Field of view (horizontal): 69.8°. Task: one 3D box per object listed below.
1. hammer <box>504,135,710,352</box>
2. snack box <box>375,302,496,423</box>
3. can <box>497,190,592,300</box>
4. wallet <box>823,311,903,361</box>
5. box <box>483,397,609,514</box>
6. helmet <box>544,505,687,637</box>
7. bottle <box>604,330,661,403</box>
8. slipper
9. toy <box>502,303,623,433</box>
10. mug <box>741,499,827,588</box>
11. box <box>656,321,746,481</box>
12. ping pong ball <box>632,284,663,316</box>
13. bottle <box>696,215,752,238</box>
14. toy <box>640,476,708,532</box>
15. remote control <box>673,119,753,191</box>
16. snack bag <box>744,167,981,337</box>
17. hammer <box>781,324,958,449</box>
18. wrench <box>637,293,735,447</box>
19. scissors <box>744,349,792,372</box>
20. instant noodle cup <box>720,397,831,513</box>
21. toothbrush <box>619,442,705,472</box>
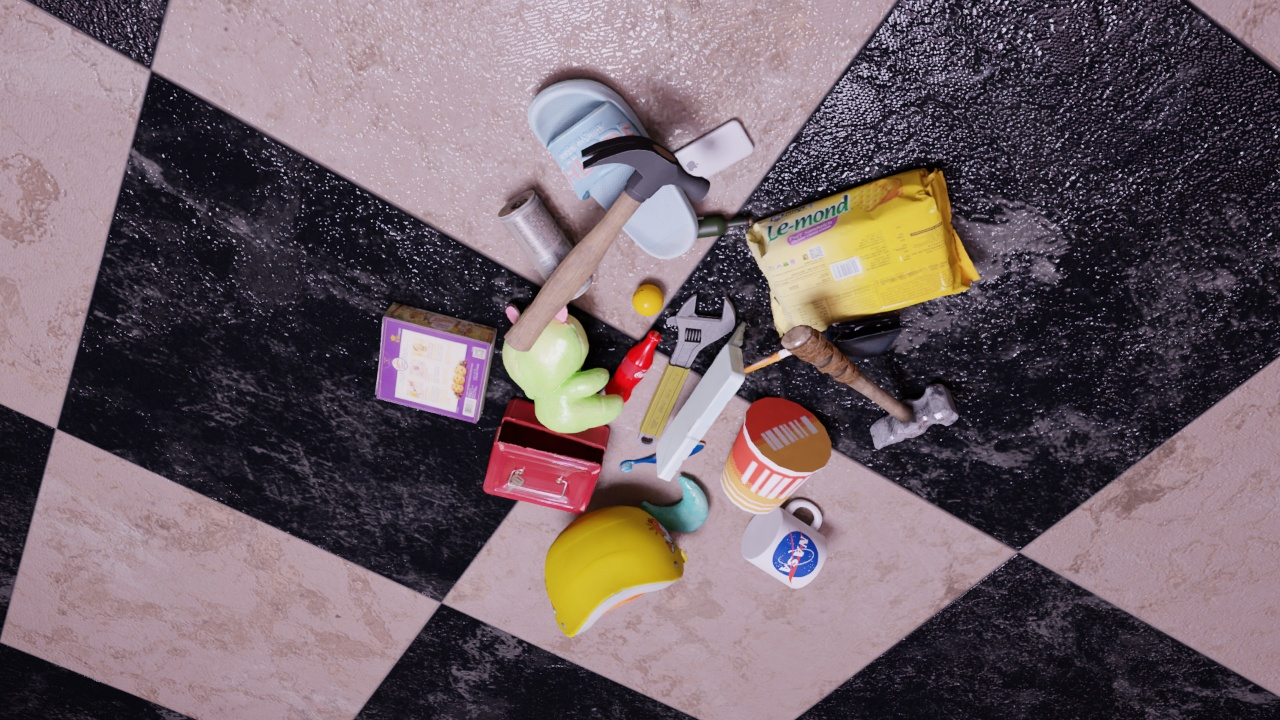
[{"bbox_3d":[-0.066,-0.121,1.041,0.132,0.040,0.306,25,123,-27],"label":"hammer"},{"bbox_3d":[-0.280,0.005,1.253,0.148,0.040,0.144,15,126,-3],"label":"snack box"},{"bbox_3d":[-0.114,-0.138,1.121,0.054,0.054,0.135,-24,119,22],"label":"can"},{"bbox_3d":[0.270,-0.023,1.129,0.089,0.026,0.115,-11,163,0],"label":"wallet"},{"bbox_3d":[-0.134,0.139,1.308,0.157,0.092,0.130,16,128,-9],"label":"box"},{"bbox_3d":[-0.051,0.288,1.348,0.209,0.240,0.139,-28,85,-2],"label":"helmet"},{"bbox_3d":[-0.007,0.007,1.222,0.036,0.036,0.119,26,124,-12],"label":"bottle"},{"bbox_3d":[-0.026,-0.211,1.035,0.104,0.074,0.245,-34,108,25],"label":"slipper"},{"bbox_3d":[-0.112,0.014,1.191,0.150,0.107,0.197,-1,133,48],"label":"toy"},{"bbox_3d":[0.220,0.262,1.354,0.090,0.091,0.121,34,88,-17],"label":"mug"},{"bbox_3d":[0.077,0.050,1.182,0.040,0.134,0.198,25,125,-13],"label":"box"},{"bbox_3d":[0.010,-0.076,1.158,0.040,0.040,0.040,3,126,5],"label":"ping pong ball"},{"bbox_3d":[0.081,-0.160,1.097,0.106,0.025,0.025,-6,125,11],"label":"bottle"},{"bbox_3d":[0.060,0.219,1.372,0.085,0.033,0.105,42,123,-10],"label":"toy"},{"bbox_3d":[0.058,-0.226,1.063,0.147,0.008,0.045,-25,118,23],"label":"remote control"},{"bbox_3d":[0.257,-0.119,1.079,0.248,0.068,0.160,-17,121,18],"label":"snack bag"},{"bbox_3d":[0.273,0.030,1.130,0.122,0.048,0.318,-30,141,30],"label":"hammer"},{"bbox_3d":[0.051,0.020,1.235,0.083,0.018,0.274,17,126,-5],"label":"wrench"},{"bbox_3d":[0.176,-0.007,1.151,0.125,0.128,0.011,-23,85,-15],"label":"scissors"},{"bbox_3d":[0.175,0.137,1.249,0.123,0.123,0.121,20,133,-7],"label":"instant noodle cup"},{"bbox_3d":[0.030,0.140,1.326,0.135,0.017,0.021,-16,125,18],"label":"toothbrush"}]
